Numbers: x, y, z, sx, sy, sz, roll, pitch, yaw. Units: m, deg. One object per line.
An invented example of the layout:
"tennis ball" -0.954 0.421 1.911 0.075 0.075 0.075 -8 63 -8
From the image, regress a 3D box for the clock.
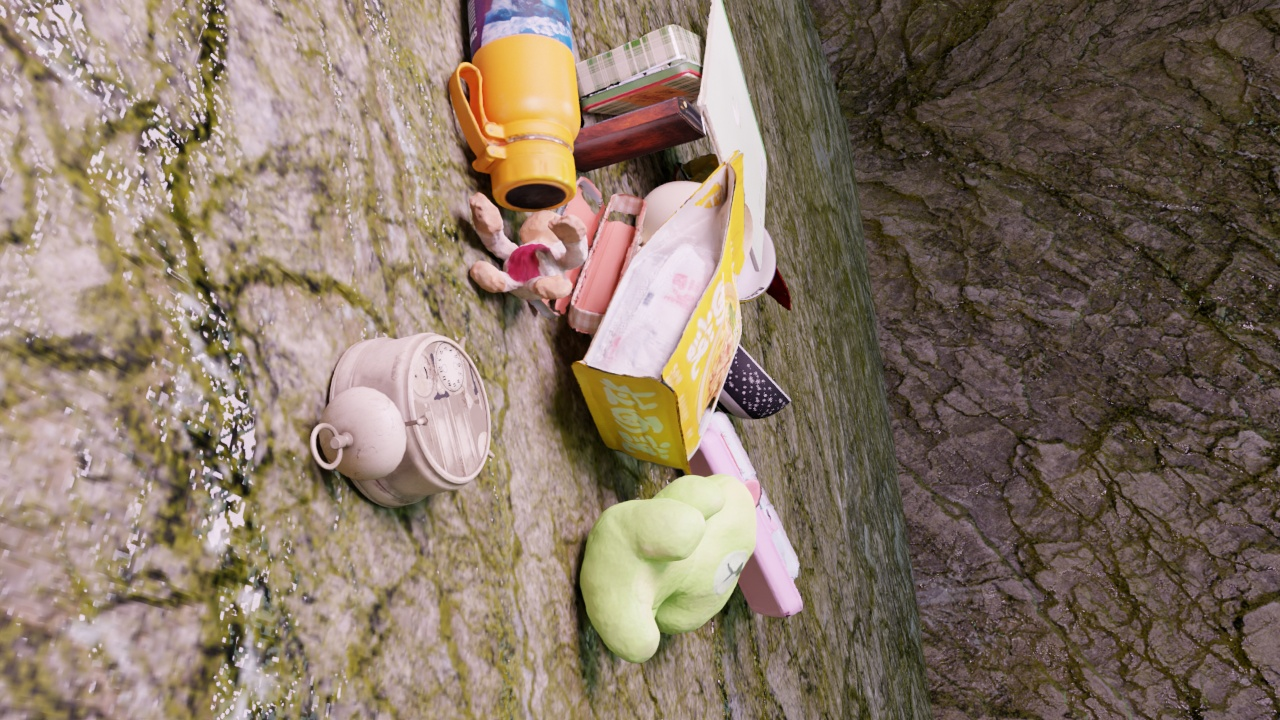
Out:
"clock" -0.122 0.031 0.476 0.140 0.055 0.093 -22 99 -72

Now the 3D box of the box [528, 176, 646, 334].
"box" -0.042 -0.091 0.757 0.186 0.082 0.042 -78 -179 -51

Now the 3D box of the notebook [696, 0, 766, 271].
"notebook" 0.104 -0.242 0.979 0.253 0.010 0.181 59 32 -53

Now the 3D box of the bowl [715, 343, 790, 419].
"bowl" 0.107 0.024 1.049 0.120 0.066 0.120 47 5 -6

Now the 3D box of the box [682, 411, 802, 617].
"box" 0.099 0.158 0.938 0.201 0.077 0.146 64 6 -1

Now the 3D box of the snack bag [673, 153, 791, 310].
"snack bag" 0.123 -0.164 1.166 0.139 0.066 0.208 36 -13 47

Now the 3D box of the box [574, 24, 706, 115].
"box" 0.017 -0.287 0.936 0.205 0.118 0.051 -33 105 -70

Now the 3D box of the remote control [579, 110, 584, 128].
"remote control" -0.082 -0.270 0.798 0.041 0.020 0.152 -65 140 -56

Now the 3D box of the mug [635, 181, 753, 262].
"mug" 0.038 -0.129 0.931 0.120 0.100 0.096 -29 129 -30

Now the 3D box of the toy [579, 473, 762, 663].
"toy" 0.023 0.153 0.721 0.150 0.107 0.196 -68 162 1

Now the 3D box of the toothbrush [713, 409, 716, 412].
"toothbrush" 0.073 0.052 1.040 0.167 0.013 0.013 47 28 -54

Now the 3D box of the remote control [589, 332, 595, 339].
"remote control" -0.005 0.005 0.840 0.049 0.024 0.143 -81 152 -44

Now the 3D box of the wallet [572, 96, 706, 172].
"wallet" -0.011 -0.193 0.793 0.072 0.123 0.019 10 70 -68

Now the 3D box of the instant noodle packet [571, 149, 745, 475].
"instant noodle packet" 0.043 -0.039 0.739 0.221 0.084 0.163 -63 159 -22

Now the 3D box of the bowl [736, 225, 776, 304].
"bowl" 0.093 -0.117 1.080 0.117 0.068 0.117 6 76 -24

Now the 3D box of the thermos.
"thermos" -0.095 -0.227 0.678 0.076 0.091 0.232 111 -27 -75

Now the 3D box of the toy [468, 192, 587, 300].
"toy" -0.066 -0.080 0.649 0.105 0.085 0.074 -28 119 -74
